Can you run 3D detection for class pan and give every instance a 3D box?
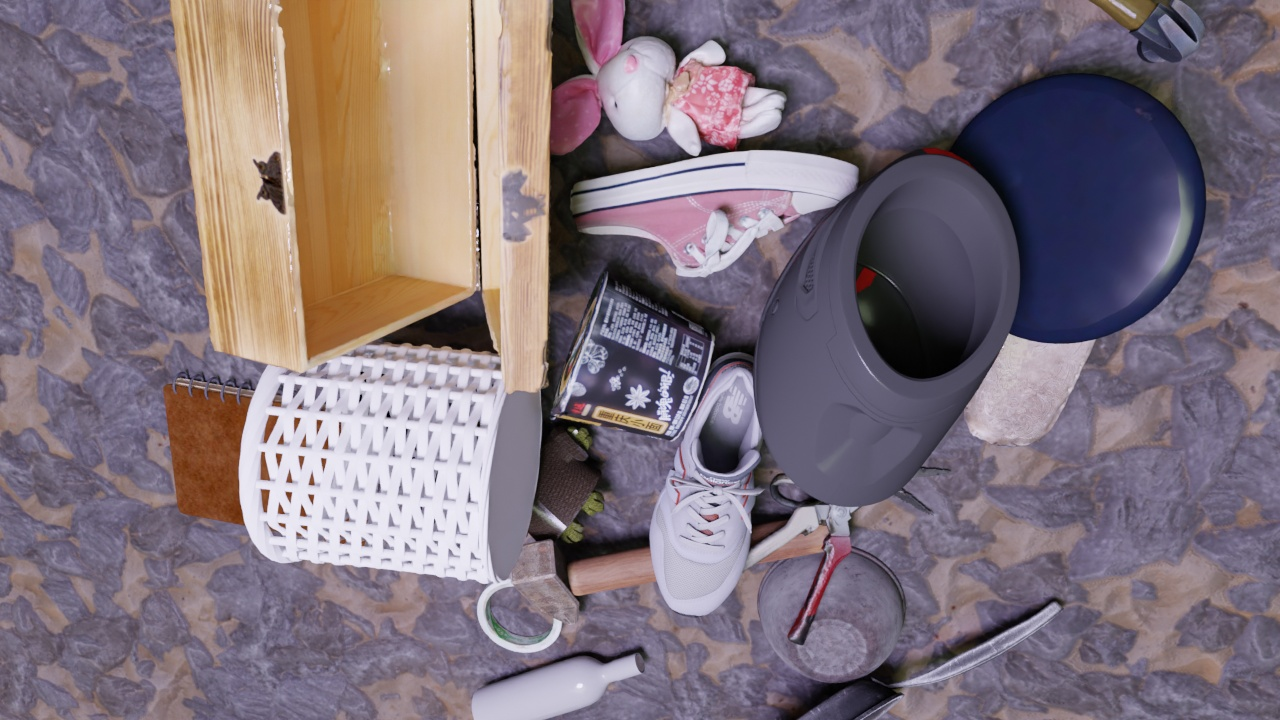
[{"bbox_3d":[0.243,0.323,0.885,0.357,0.187,0.055,-37,62,3],"label":"pan"},{"bbox_3d":[0.278,-0.053,0.730,0.198,0.021,0.357,50,131,29],"label":"pan"}]

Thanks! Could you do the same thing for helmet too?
[{"bbox_3d":[0.174,-0.017,0.708,0.164,0.170,0.264,20,74,-8],"label":"helmet"}]

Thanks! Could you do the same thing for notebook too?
[{"bbox_3d":[-0.384,0.104,0.963,0.225,0.024,0.168,9,113,7],"label":"notebook"}]

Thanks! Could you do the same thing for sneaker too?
[{"bbox_3d":[0.061,0.101,0.775,0.089,0.124,0.239,11,82,4],"label":"sneaker"},{"bbox_3d":[0.057,-0.115,0.753,0.241,0.118,0.088,-4,90,18],"label":"sneaker"}]

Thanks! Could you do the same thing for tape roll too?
[{"bbox_3d":[-0.127,0.269,0.980,0.094,0.018,0.094,4,112,10],"label":"tape roll"}]

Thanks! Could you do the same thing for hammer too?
[{"bbox_3d":[0.039,0.194,0.884,0.301,0.037,0.158,-12,149,5],"label":"hammer"},{"bbox_3d":[0.248,-0.309,0.645,0.333,0.117,0.025,35,111,2],"label":"hammer"}]

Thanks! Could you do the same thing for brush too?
[{"bbox_3d":[0.333,-0.056,0.745,0.083,0.056,0.272,15,113,5],"label":"brush"}]

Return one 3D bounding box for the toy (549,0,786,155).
[{"bbox_3d":[0.017,-0.215,0.732,0.194,0.084,0.159,19,83,4],"label":"toy"}]

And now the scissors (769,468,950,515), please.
[{"bbox_3d":[0.195,0.100,0.856,0.158,0.012,0.168,-27,104,20],"label":"scissors"}]

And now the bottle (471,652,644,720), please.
[{"bbox_3d":[-0.086,0.351,0.985,0.195,0.052,0.052,-23,105,18],"label":"bottle"}]

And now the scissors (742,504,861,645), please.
[{"bbox_3d":[0.153,0.169,0.837,0.179,0.015,0.195,-3,95,-6],"label":"scissors"}]

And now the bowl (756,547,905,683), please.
[{"bbox_3d":[0.185,0.258,0.889,0.145,0.067,0.145,4,111,9],"label":"bowl"}]

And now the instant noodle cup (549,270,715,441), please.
[{"bbox_3d":[-0.005,0.005,0.798,0.112,0.137,0.137,20,113,-7],"label":"instant noodle cup"}]

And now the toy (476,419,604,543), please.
[{"bbox_3d":[-0.109,0.111,0.876,0.153,0.078,0.179,36,91,-6],"label":"toy"}]

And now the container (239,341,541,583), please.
[{"bbox_3d":[-0.191,0.079,0.750,0.187,0.189,0.189,5,112,6],"label":"container"}]

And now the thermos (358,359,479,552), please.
[{"bbox_3d":[-0.225,0.098,0.909,0.061,0.061,0.231,-19,106,17],"label":"thermos"}]

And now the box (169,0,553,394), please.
[{"bbox_3d":[-0.149,-0.150,0.706,0.264,0.268,0.279,10,113,20],"label":"box"}]
